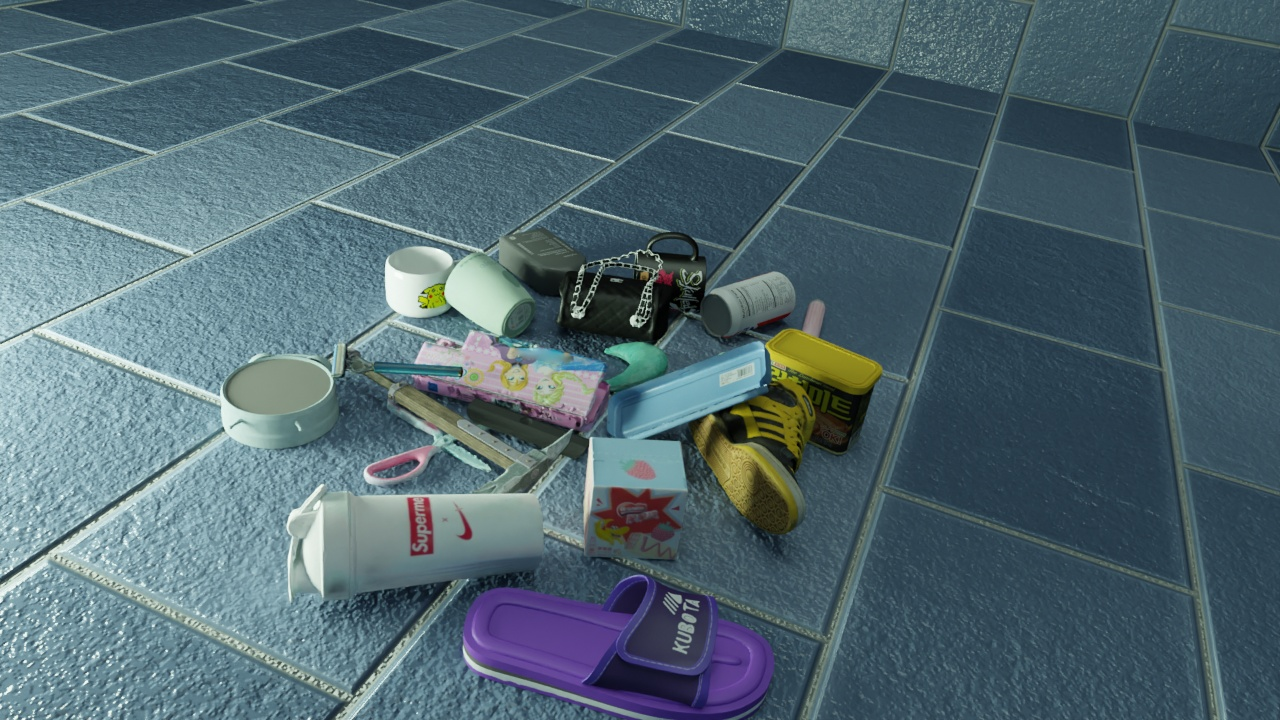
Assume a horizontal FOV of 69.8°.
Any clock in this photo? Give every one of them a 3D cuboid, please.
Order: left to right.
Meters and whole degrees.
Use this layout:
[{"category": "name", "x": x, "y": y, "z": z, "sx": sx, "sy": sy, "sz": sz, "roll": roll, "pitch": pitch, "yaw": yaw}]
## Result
[{"category": "clock", "x": -0.402, "y": 0.037, "z": 1.031, "sx": 0.122, "sy": 0.045, "sz": 0.159, "roll": 2, "pitch": 34, "yaw": -9}]

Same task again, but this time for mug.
[{"category": "mug", "x": -0.292, "y": -0.109, "z": 1.261, "sx": 0.115, "sy": 0.068, "sz": 0.094, "roll": -17, "pitch": 39, "yaw": -33}, {"category": "mug", "x": -0.190, "y": -0.082, "z": 1.240, "sx": 0.104, "sy": 0.084, "sz": 0.111, "roll": 36, "pitch": 13, "yaw": 22}, {"category": "mug", "x": 0.042, "y": -0.129, "z": 1.312, "sx": 0.098, "sy": 0.118, "sz": 0.081, "roll": 5, "pitch": 33, "yaw": -4}]

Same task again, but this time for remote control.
[{"category": "remote control", "x": -0.127, "y": 0.076, "z": 1.042, "sx": 0.147, "sy": 0.015, "sz": 0.033, "roll": 19, "pitch": 32, "yaw": 10}]

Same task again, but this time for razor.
[{"category": "razor", "x": -0.274, "y": 0.008, "z": 1.042, "sx": 0.144, "sy": 0.022, "sz": 0.042, "roll": 5, "pitch": 67, "yaw": -14}]

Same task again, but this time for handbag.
[{"category": "handbag", "x": -0.033, "y": -0.088, "z": 1.221, "sx": 0.154, "sy": 0.115, "sz": 0.125, "roll": 12, "pitch": 16, "yaw": 2}]

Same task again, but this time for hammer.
[{"category": "hammer", "x": -0.229, "y": 0.054, "z": 1.022, "sx": 0.317, "sy": 0.028, "sz": 0.146, "roll": 27, "pitch": 42, "yaw": 28}]

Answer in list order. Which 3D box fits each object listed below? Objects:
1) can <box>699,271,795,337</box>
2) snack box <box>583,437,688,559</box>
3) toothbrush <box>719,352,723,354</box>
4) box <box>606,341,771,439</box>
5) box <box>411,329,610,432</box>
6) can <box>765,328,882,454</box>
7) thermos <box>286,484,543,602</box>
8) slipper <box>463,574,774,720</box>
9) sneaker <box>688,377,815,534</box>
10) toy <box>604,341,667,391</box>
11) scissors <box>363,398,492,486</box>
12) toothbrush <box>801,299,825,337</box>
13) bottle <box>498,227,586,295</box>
[{"category": "can", "x": 0.154, "y": -0.080, "z": 1.303, "sx": 0.131, "sy": 0.070, "sz": 0.070, "roll": -19, "pitch": 41, "yaw": -35}, {"category": "snack box", "x": -0.007, "y": 0.136, "z": 0.906, "sx": 0.093, "sy": 0.095, "sz": 0.079, "roll": 4, "pitch": 32, "yaw": -7}, {"category": "toothbrush", "x": 0.075, "y": 0.023, "z": 1.177, "sx": 0.022, "sy": 0.015, "sz": 0.154, "roll": 24, "pitch": 35, "yaw": 22}, {"category": "box", "x": 0.045, "y": 0.051, "z": 1.006, "sx": 0.210, "sy": 0.043, "sz": 0.124, "roll": -22, "pitch": 23, "yaw": 25}, {"category": "box", "x": -0.153, "y": 0.015, "z": 1.091, "sx": 0.230, "sy": 0.071, "sz": 0.084, "roll": 14, "pitch": 33, "yaw": 10}, {"category": "can", "x": 0.209, "y": 0.037, "z": 1.099, "sx": 0.131, "sy": 0.101, "sz": 0.072, "roll": 25, "pitch": 36, "yaw": 26}, {"category": "thermos", "x": -0.203, "y": 0.160, "z": 0.834, "sx": 0.220, "sy": 0.099, "sz": 0.099, "roll": -1, "pitch": 33, "yaw": -20}, {"category": "slipper", "x": -0.016, "y": 0.227, "z": 0.769, "sx": 0.266, "sy": 0.084, "sz": 0.107, "roll": 9, "pitch": 32, "yaw": 3}, {"category": "sneaker", "x": 0.148, "y": 0.097, "z": 1.003, "sx": 0.122, "sy": 0.086, "sz": 0.238, "roll": -10, "pitch": 32, "yaw": -19}, {"category": "toy", "x": -0.007, "y": 0.007, "z": 1.174, "sx": 0.085, "sy": 0.033, "sz": 0.105, "roll": -6, "pitch": 30, "yaw": 5}, {"category": "scissors", "x": -0.238, "y": 0.086, "z": 1.016, "sx": 0.170, "sy": 0.013, "sz": 0.177, "roll": -21, "pitch": 42, "yaw": -37}, {"category": "toothbrush", "x": 0.233, "y": -0.026, "z": 1.276, "sx": 0.027, "sy": 0.027, "sz": 0.222, "roll": 30, "pitch": 34, "yaw": 0}, {"category": "bottle", "x": -0.130, "y": -0.138, "z": 1.360, "sx": 0.083, "sy": 0.046, "sz": 0.174, "roll": -19, "pitch": 40, "yaw": -35}]
